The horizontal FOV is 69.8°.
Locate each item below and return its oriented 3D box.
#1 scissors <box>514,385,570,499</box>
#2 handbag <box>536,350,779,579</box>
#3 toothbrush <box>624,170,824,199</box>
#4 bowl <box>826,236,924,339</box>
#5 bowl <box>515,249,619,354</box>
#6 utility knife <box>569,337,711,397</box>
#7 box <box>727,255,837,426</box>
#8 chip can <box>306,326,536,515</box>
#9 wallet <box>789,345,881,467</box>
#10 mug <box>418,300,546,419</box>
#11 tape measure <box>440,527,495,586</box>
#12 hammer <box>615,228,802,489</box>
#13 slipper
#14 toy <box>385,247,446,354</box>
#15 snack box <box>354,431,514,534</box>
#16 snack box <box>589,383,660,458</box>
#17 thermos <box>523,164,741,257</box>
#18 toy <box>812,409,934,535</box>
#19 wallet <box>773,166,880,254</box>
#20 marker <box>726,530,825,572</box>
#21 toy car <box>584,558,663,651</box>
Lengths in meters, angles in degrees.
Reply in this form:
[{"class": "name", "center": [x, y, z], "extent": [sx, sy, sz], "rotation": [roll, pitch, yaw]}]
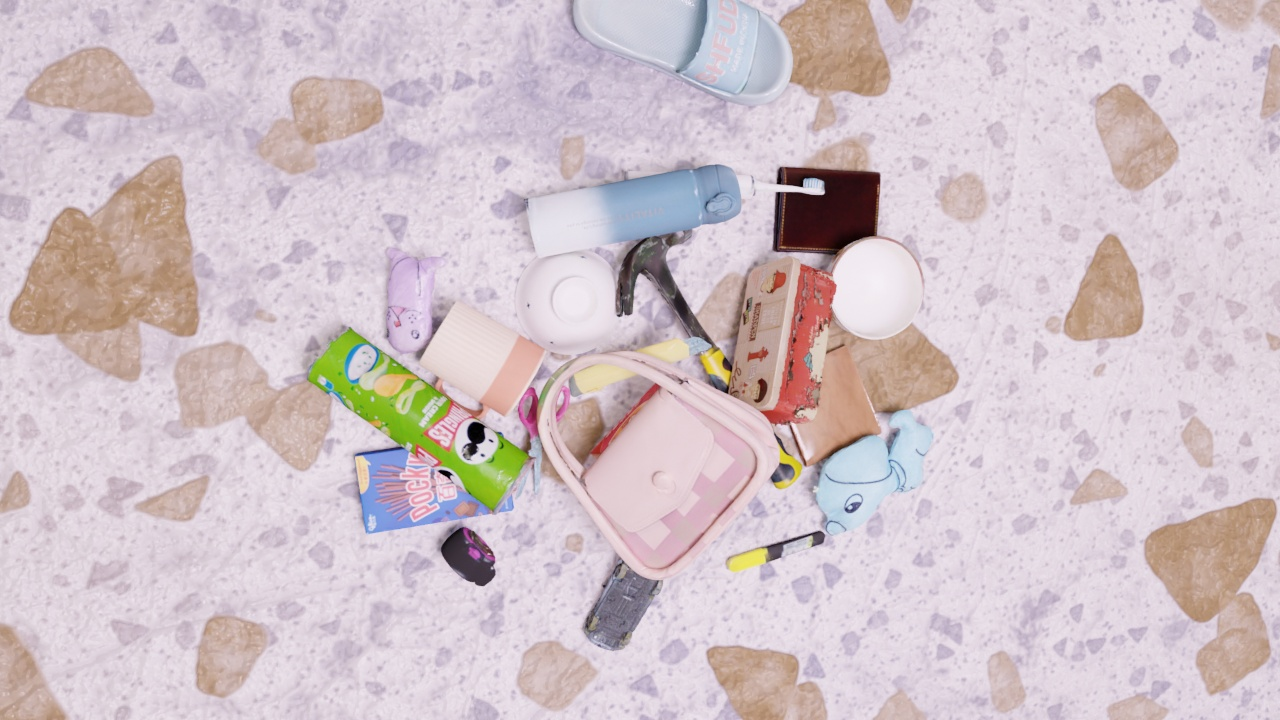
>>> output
[{"class": "scissors", "center": [-0.116, 0.087, 0.979], "extent": [0.096, 0.017, 0.137], "rotation": [22, 89, -56]}, {"class": "handbag", "center": [0.002, 0.088, 0.929], "extent": [0.234, 0.093, 0.194], "rotation": [39, 109, -2]}, {"class": "toothbrush", "center": [0.093, -0.190, 1.000], "extent": [0.221, 0.027, 0.026], "rotation": [1, 88, -5]}, {"class": "bowl", "center": [0.255, -0.082, 1.034], "extent": [0.113, 0.062, 0.113], "rotation": [-1, 95, -10]}, {"class": "bowl", "center": [-0.071, -0.062, 0.971], "extent": [0.118, 0.065, 0.118], "rotation": [-1, 96, -11]}, {"class": "utility knife", "center": [-0.006, 0.006, 0.970], "extent": [0.173, 0.018, 0.031], "rotation": [-16, 114, 29]}, {"class": "box", "center": [0.159, -0.017, 0.988], "extent": [0.079, 0.091, 0.168], "rotation": [17, 76, -26]}, {"class": "chip can", "center": [-0.221, 0.061, 0.929], "extent": [0.236, 0.072, 0.072], "rotation": [36, 87, -1]}, {"class": "wallet", "center": [0.215, 0.052, 1.061], "extent": [0.101, 0.020, 0.115], "rotation": [-22, 97, -9]}, {"class": "mug", "center": [-0.172, 0.009, 0.956], "extent": [0.106, 0.081, 0.115], "rotation": [31, 118, -10]}, {"class": "tape measure", "center": [-0.181, 0.205, 0.975], "extent": [0.039, 0.057, 0.058], "rotation": [-44, 117, -2]}, {"class": "hammer", "center": [0.083, 0.008, 1.012], "extent": [0.125, 0.032, 0.323], "rotation": [-40, 105, -27]}, {"class": "slipper", "center": [0.050, -0.349, 0.967], "extent": [0.245, 0.074, 0.104], "rotation": [14, 91, -10]}, {"class": "toy", "center": [-0.234, -0.059, 0.944], "extent": [0.084, 0.038, 0.108], "rotation": [10, 95, 33]}, {"class": "snack box", "center": [-0.218, 0.129, 0.977], "extent": [0.157, 0.026, 0.084], "rotation": [-8, 95, -11]}, {"class": "snack box", "center": [0.025, 0.100, 0.993], "extent": [0.113, 0.044, 0.127], "rotation": [39, 107, -11]}, {"class": "thermos", "center": [-0.007, -0.157, 0.955], "extent": [0.220, 0.070, 0.070], "rotation": [-10, 97, 2]}, {"class": "toy", "center": [0.265, 0.130, 1.058], "extent": [0.156, 0.050, 0.161], "rotation": [8, 103, -23]}, {"class": "wallet", "center": [0.213, -0.169, 1.041], "extent": [0.122, 0.020, 0.096], "rotation": [1, 97, -11]}, {"class": "marker", "center": [0.159, 0.221, 1.066], "extent": [0.124, 0.015, 0.018], "rotation": [-15, 98, -13]}, {"class": "toy car", "center": [-0.018, 0.267, 1.025], "extent": [0.054, 0.036, 0.121], "rotation": [26, 99, -13]}]
